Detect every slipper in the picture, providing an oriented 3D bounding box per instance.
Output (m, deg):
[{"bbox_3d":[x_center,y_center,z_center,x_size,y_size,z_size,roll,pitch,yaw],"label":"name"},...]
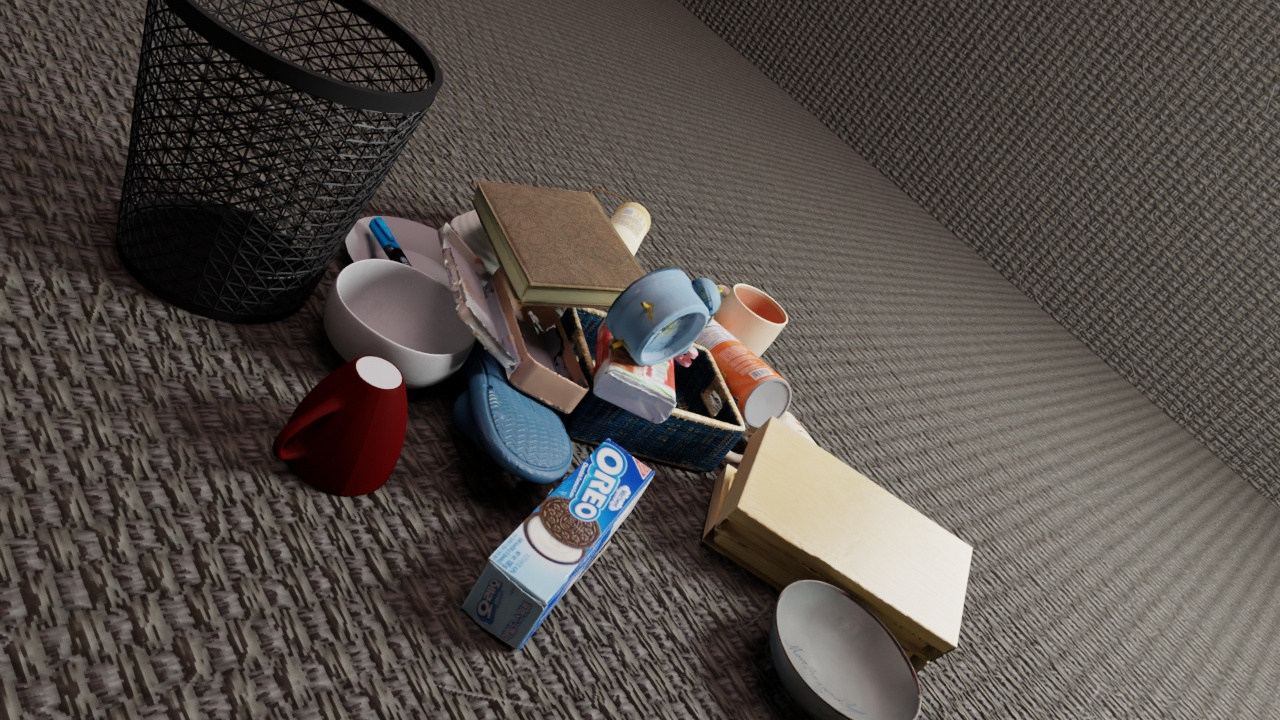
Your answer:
[{"bbox_3d":[-0.120,0.051,0.821,0.103,0.059,0.213,30,12,-26],"label":"slipper"}]

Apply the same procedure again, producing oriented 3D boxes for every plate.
[{"bbox_3d":[-0.229,-0.092,0.967,0.172,0.019,0.172,26,28,-16],"label":"plate"}]

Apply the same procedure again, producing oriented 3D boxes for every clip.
[{"bbox_3d":[0.030,-0.013,0.973,0.059,0.038,0.022,36,24,5],"label":"clip"}]

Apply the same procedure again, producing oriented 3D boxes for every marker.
[{"bbox_3d":[-0.244,-0.103,0.929,0.018,0.015,0.123,-1,45,-49],"label":"marker"}]

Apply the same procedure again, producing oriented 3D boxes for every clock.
[{"bbox_3d":[0.026,-0.039,0.849,0.124,0.089,0.051,-7,52,-47],"label":"clock"}]

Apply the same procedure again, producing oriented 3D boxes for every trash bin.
[{"bbox_3d":[-0.315,-0.175,0.759,0.217,0.244,0.216,26,28,-16],"label":"trash bin"}]

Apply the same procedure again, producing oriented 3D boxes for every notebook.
[{"bbox_3d":[-0.066,-0.124,0.972,0.189,0.035,0.215,0,37,-27],"label":"notebook"}]

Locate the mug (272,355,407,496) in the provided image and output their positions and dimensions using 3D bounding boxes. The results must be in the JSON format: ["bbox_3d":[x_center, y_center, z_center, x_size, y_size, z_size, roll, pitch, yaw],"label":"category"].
[{"bbox_3d":[-0.221,0.043,0.683,0.087,0.089,0.113,44,29,17],"label":"mug"}]

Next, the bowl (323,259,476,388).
[{"bbox_3d":[-0.219,-0.025,0.821,0.131,0.064,0.131,26,28,-16],"label":"bowl"}]

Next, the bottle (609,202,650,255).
[{"bbox_3d":[-0.027,-0.172,1.279,0.056,0.057,0.161,32,28,-5],"label":"bottle"}]

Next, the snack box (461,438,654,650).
[{"bbox_3d":[-0.058,0.140,0.745,0.059,0.060,0.225,35,27,8],"label":"snack box"}]

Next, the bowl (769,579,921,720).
[{"bbox_3d":[0.163,0.265,0.787,0.150,0.057,0.150,27,28,-16],"label":"bowl"}]

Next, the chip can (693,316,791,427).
[{"bbox_3d":[0.093,-0.001,1.079,0.062,0.062,0.210,14,20,-35],"label":"chip can"}]

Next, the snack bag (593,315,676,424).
[{"bbox_3d":[-0.005,0.005,0.881,0.077,0.036,0.115,25,29,-15],"label":"snack bag"}]

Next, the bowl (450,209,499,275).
[{"bbox_3d":[-0.129,-0.143,1.081,0.177,0.071,0.177,31,20,-13],"label":"bowl"}]

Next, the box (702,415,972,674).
[{"bbox_3d":[0.186,0.194,0.911,0.249,0.123,0.140,32,51,-3],"label":"box"}]

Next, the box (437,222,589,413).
[{"bbox_3d":[-0.130,-0.049,0.881,0.154,0.058,0.216,36,14,-31],"label":"box"}]

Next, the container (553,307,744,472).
[{"bbox_3d":[0.001,0.031,0.966,0.187,0.071,0.145,18,32,-29],"label":"container"}]

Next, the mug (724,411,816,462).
[{"bbox_3d":[0.139,0.101,1.025,0.122,0.081,0.097,5,26,-8],"label":"mug"}]

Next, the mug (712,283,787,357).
[{"bbox_3d":[0.114,-0.043,1.176,0.111,0.104,0.085,41,28,15],"label":"mug"}]
